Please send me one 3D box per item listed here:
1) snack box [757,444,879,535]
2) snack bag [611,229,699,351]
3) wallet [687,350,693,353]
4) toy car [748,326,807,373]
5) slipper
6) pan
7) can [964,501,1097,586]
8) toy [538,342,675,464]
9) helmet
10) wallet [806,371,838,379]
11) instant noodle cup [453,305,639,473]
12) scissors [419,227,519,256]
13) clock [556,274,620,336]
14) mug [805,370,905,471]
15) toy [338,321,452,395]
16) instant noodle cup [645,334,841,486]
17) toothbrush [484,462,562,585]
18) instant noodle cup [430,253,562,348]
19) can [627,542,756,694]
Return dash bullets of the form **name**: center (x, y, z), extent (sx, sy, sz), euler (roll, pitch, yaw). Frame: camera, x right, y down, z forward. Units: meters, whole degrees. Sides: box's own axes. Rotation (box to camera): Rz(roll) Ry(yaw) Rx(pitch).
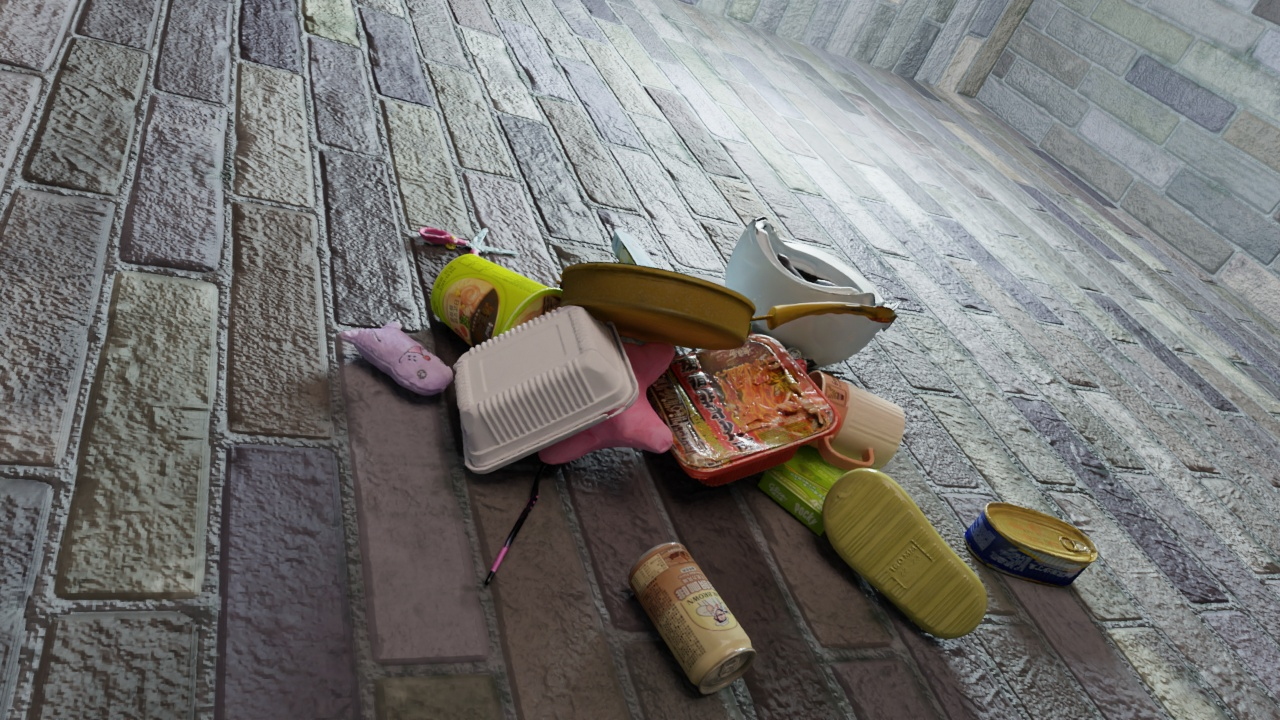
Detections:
- **snack box**: center (0.201, 0.129, 1.023), extent (0.086, 0.026, 0.156), euler (37, 33, 18)
- **snack bag**: center (0.020, -0.087, 1.160), extent (0.039, 0.110, 0.191), euler (-29, 44, -1)
- **wallet**: center (0.077, 0.031, 1.091), extent (0.101, 0.020, 0.115), euler (36, 30, 17)
- **toy car**: center (0.147, -0.004, 1.133), extent (0.120, 0.053, 0.045), euler (27, 58, 18)
- **slipper**: center (0.263, 0.195, 0.927), extent (0.190, 0.092, 0.081), euler (48, 5, 16)
- **pan**: center (0.095, -0.052, 0.941), extent (0.357, 0.078, 0.198), euler (13, -7, -11)
- **can**: center (0.446, 0.211, 1.051), extent (0.148, 0.049, 0.074), euler (16, 33, -15)
- **toy**: center (-0.053, 0.030, 0.918), extent (0.178, 0.075, 0.194), euler (-5, 41, 5)
- **helmet**: center (0.210, -0.073, 1.214), extent (0.229, 0.146, 0.258), euler (35, 16, 12)
- **wallet**: center (0.249, 0.057, 1.160), extent (0.090, 0.033, 0.115), euler (-4, 41, -42)
- **instant noodle cup**: center (-0.099, 0.016, 0.853), extent (0.173, 0.060, 0.138), euler (-26, 38, 3)
- **scissors**: center (-0.208, -0.139, 1.145), extent (0.133, 0.017, 0.131), euler (7, 34, -34)
- **clock**: center (-0.052, -0.078, 1.124), extent (0.081, 0.055, 0.122), euler (-12, 47, -44)
- **mug**: center (0.228, 0.077, 1.015), extent (0.106, 0.082, 0.114), euler (21, 36, -11)
- **toy**: center (-0.231, -0.002, 0.903), extent (0.108, 0.039, 0.083), euler (33, 23, 15)
- **instant noodle cup**: center (0.096, 0.057, 0.974), extent (0.188, 0.079, 0.164), euler (-16, 47, -18)
- **toothbrush**: center (-0.100, 0.136, 0.816), extent (0.018, 0.014, 0.188), euler (33, 31, -6)
- **instant noodle cup**: center (-0.155, -0.052, 0.977), extent (0.123, 0.112, 0.111), euler (31, 31, 26)
- **can**: center (0.041, 0.211, 0.760), extent (0.058, 0.059, 0.116), euler (-4, 42, -38)
